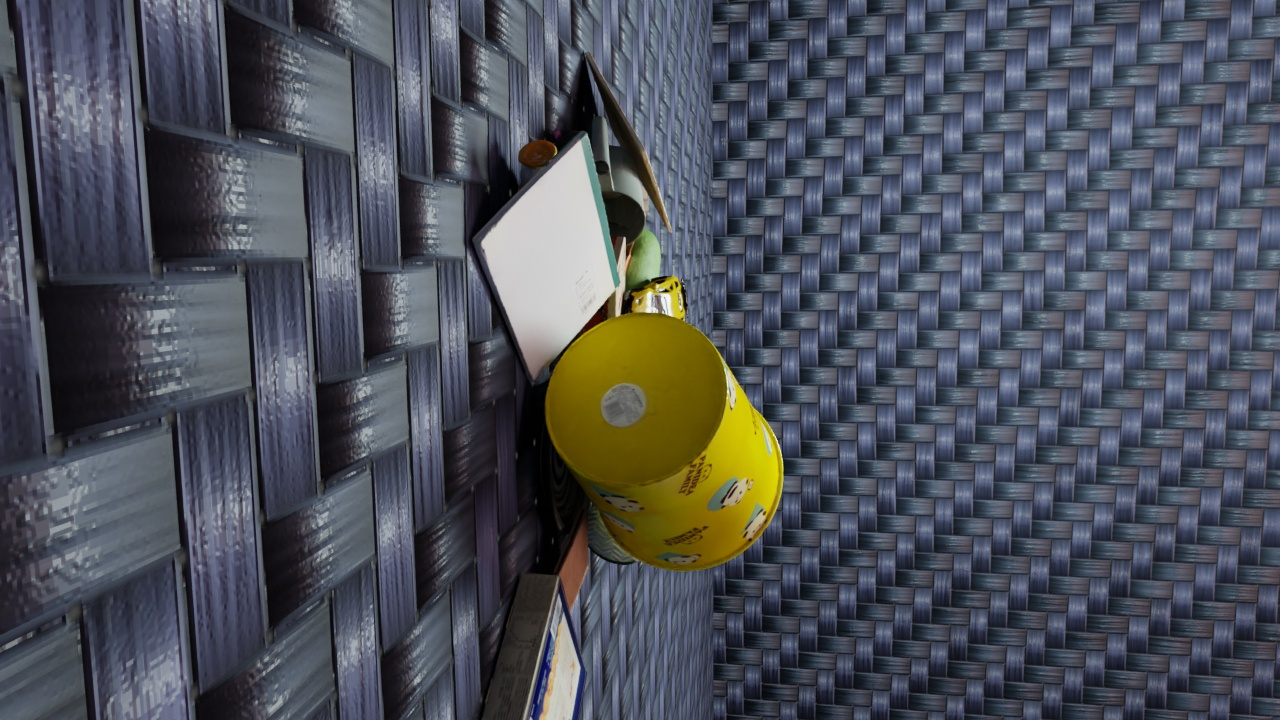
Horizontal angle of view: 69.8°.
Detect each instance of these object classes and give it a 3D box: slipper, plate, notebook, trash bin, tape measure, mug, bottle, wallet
[{"bbox_3d":[-0.018,0.138,1.168,0.074,0.104,0.244,87,13,-65],"label":"slipper"},{"bbox_3d":[-0.087,0.103,1.018,0.179,0.024,0.179,0,89,-81],"label":"plate"},{"bbox_3d":[-0.015,-0.276,1.157,0.148,0.008,0.207,66,-1,-56],"label":"notebook"},{"bbox_3d":[0.025,0.086,0.985,0.255,0.230,0.229,59,32,-62],"label":"trash bin"},{"bbox_3d":[-0.079,-0.090,0.861,0.150,0.012,0.209,-50,152,-24],"label":"notebook"},{"bbox_3d":[-0.080,-0.220,0.991,0.057,0.039,0.057,-84,179,-67],"label":"tape measure"},{"bbox_3d":[-0.040,-0.208,1.066,0.103,0.084,0.124,-93,177,-46],"label":"mug"},{"bbox_3d":[-0.087,-0.156,0.870,0.108,0.063,0.063,79,15,-52],"label":"bottle"},{"bbox_3d":[-0.078,0.231,0.999,0.101,0.020,0.115,-67,167,-51],"label":"wallet"}]

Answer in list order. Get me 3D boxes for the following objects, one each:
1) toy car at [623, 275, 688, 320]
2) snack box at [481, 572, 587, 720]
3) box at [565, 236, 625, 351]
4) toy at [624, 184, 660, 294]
[{"bbox_3d":[0.021,-0.061,1.114,0.155,0.041,0.071,-31,114,-65],"label":"toy car"},{"bbox_3d":[-0.099,0.331,0.882,0.177,0.046,0.183,-79,166,-48],"label":"snack box"},{"bbox_3d":[-0.060,-0.056,1.054,0.091,0.077,0.169,-79,172,-51],"label":"box"},{"bbox_3d":[-0.021,-0.103,1.207,0.227,0.090,0.246,98,3,-56],"label":"toy"}]
